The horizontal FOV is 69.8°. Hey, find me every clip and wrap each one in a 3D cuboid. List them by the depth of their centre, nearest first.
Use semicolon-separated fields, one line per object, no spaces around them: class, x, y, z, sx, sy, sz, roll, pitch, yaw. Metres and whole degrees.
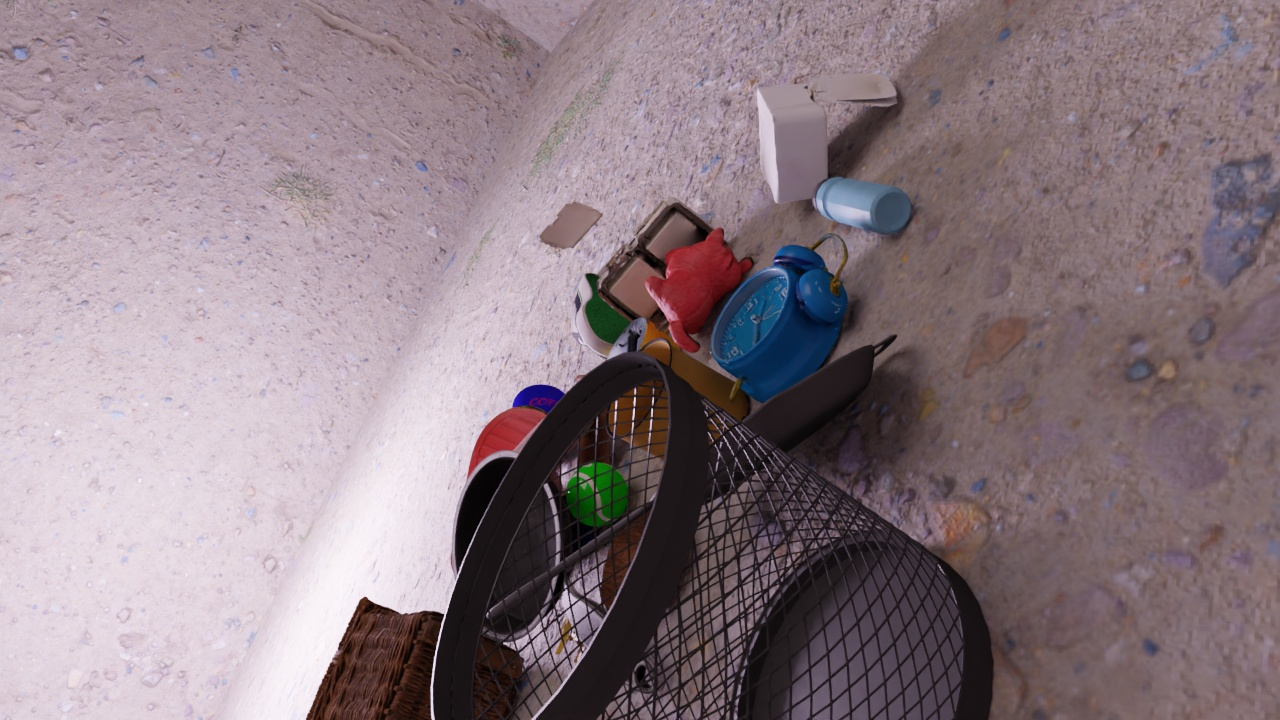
clip;-0.061;0.262;0.883;0.049;0.045;0.054;61;-130;-65

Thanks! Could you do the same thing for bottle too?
bottle;0.190;-0.140;0.813;0.040;0.040;0.130;-57;21;6

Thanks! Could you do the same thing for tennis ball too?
tennis ball;-0.044;0.137;0.941;0.065;0.065;0.065;-48;24;28

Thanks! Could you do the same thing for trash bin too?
trash bin;0.041;0.145;0.507;0.218;0.227;0.217;-48;24;28

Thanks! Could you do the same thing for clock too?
clock;0.126;-0.040;0.798;0.162;0.060;0.116;-52;22;16
clock;-0.006;0.006;1.042;0.119;0.057;0.083;-47;25;29

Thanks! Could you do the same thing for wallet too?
wallet;-0.053;0.076;1.048;0.087;0.013;0.121;173;96;-65

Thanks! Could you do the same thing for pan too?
pan;0.043;0.090;0.660;0.354;0.024;0.216;-34;-13;-2
pan;-0.082;0.208;0.859;0.357;0.055;0.187;23;101;47

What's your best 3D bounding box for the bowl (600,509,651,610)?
bowl;0.006;0.183;0.818;0.114;0.026;0.102;-7;61;62

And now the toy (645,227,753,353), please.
toy;0.062;-0.074;0.971;0.094;0.088;0.132;-23;41;41

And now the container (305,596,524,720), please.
container;-0.237;0.380;0.938;0.184;0.162;0.249;-26;38;48

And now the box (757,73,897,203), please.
box;0.190;-0.236;0.919;0.108;0.136;0.121;-98;1;-57

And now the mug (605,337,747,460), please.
mug;0.036;0.037;0.852;0.101;0.094;0.123;-43;28;38

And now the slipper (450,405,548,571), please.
slipper;-0.167;0.165;1.135;0.249;0.103;0.059;-69;-11;14

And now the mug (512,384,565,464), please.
mug;-0.137;0.098;1.191;0.111;0.079;0.083;-56;20;27

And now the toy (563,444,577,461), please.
toy;-0.067;0.071;1.131;0.049;0.030;0.111;98;-167;-63

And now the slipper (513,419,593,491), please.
slipper;-0.122;0.137;1.030;0.055;0.106;0.222;43;107;24

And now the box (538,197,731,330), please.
box;-0.009;-0.141;1.062;0.144;0.186;0.070;-47;22;13

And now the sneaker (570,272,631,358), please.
sneaker;-0.052;-0.039;1.191;0.235;0.084;0.079;-105;35;-67

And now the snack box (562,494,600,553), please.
snack box;-0.091;0.193;1.028;0.151;0.027;0.082;-37;29;43
